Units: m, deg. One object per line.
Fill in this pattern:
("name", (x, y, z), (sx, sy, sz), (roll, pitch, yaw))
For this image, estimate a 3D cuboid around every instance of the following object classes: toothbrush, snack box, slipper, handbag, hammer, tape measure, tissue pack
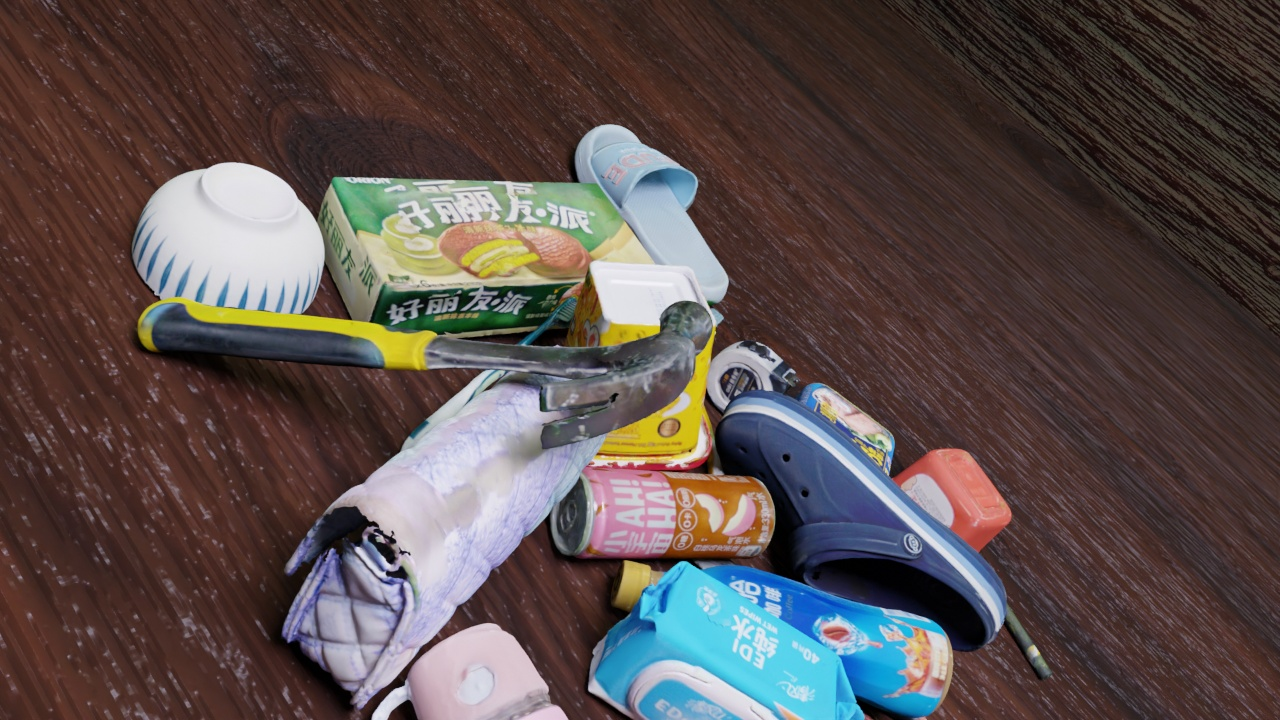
("toothbrush", (0.050, 0.060, 0.739), (0.018, 0.016, 0.191), (8, 42, -19))
("toothbrush", (-0.097, 0.009, 0.633), (0.018, 0.016, 0.191), (26, 47, 20))
("snack box", (-0.112, -0.080, 0.706), (0.239, 0.063, 0.114), (-7, 52, -37))
("slipper", (0.147, 0.131, 0.675), (0.253, 0.105, 0.095), (39, 52, 6))
("handbag", (-0.099, 0.079, 0.485), (0.075, 0.134, 0.193), (40, 34, 4))
("hammer", (-0.132, -0.007, 0.493), (0.324, 0.032, 0.125), (5, 24, 16))
("toothbrush", (0.299, 0.191, 0.803), (0.017, 0.012, 0.185), (0, 48, -32))
("snack box", (0.258, 0.126, 0.783), (0.081, 0.080, 0.091), (1, 48, -39))
("slipper", (0.016, -0.156, 0.913), (0.103, 0.074, 0.245), (-3, 52, -41))
("tape measure", (0.090, 0.017, 0.780), (0.066, 0.066, 0.033), (44, 31, 8))
("tissue pack", (0.044, 0.184, 0.524), (0.140, 0.090, 0.063), (33, 36, -4))

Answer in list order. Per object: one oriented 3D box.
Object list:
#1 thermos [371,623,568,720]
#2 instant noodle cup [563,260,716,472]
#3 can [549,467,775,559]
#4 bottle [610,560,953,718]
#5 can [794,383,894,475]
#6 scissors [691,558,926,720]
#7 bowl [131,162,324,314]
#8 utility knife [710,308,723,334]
("thermos", (-0.051, 0.224, 0.424), (0.087, 0.067, 0.198), (-27, 66, -20))
("instant noodle cup", (-0.004, 0.004, 0.637), (0.116, 0.124, 0.116), (2, 37, -16))
("can", (0.017, 0.103, 0.610), (0.147, 0.058, 0.057), (7, 44, -30))
("bottle", (0.088, 0.172, 0.588), (0.218, 0.065, 0.065), (17, 38, -8))
("can", (0.165, 0.076, 0.785), (0.102, 0.057, 0.083), (37, 32, 0))
("scissors", (0.123, 0.188, 0.655), (0.196, 0.015, 0.205), (2, 47, -37))
("bowl", (-0.261, -0.084, 0.596), (0.116, 0.066, 0.116), (23, 36, -18))
("utility knife", (0.041, -0.017, 0.811), (0.031, 0.021, 0.197), (28, 21, 11))
